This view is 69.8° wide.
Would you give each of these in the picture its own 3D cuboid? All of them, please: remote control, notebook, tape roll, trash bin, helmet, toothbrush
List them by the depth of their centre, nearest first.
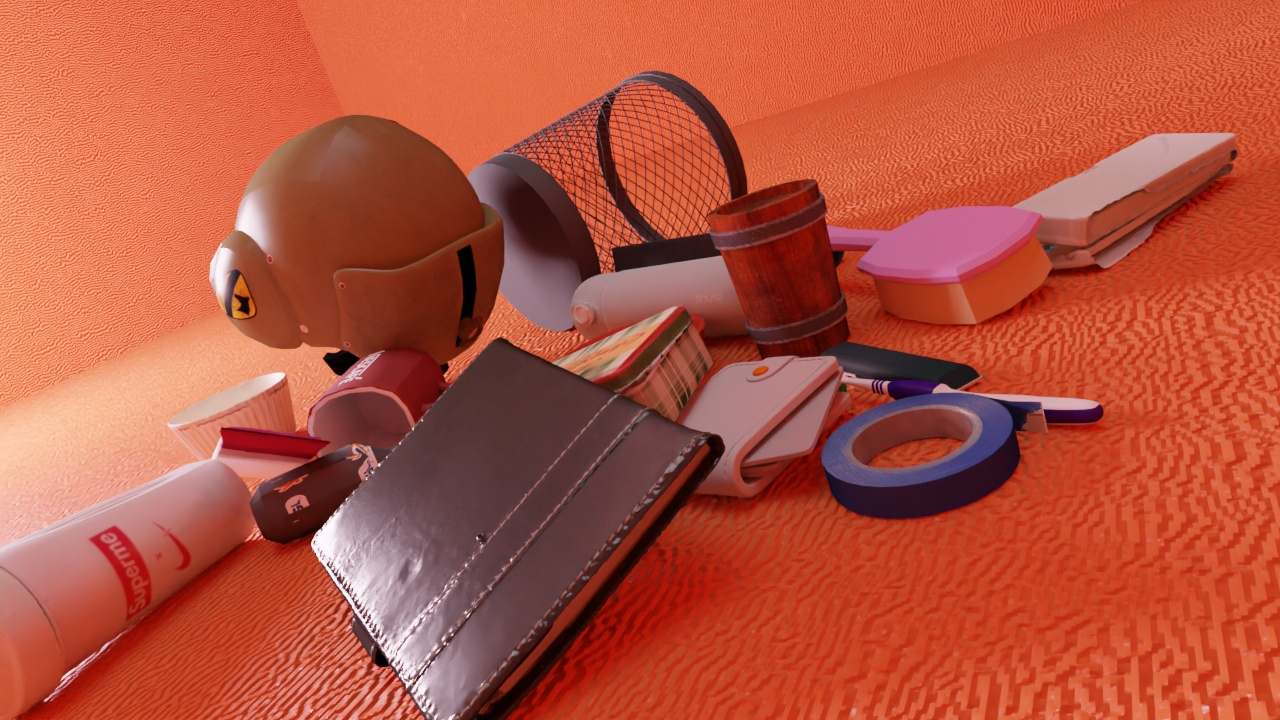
[{"bbox_3d":[0.133,0.044,0.441,0.092,0.016,0.091,-30,19,-32],"label":"tape roll"},{"bbox_3d":[-0.076,0.072,0.448,0.169,0.029,0.209,-50,31,-13],"label":"notebook"},{"bbox_3d":[0.156,0.019,0.494,0.015,0.016,0.187,-29,21,-30],"label":"toothbrush"},{"bbox_3d":[0.151,0.003,0.558,0.028,0.012,0.124,-25,17,-19],"label":"remote control"},{"bbox_3d":[-0.240,-0.087,0.831,0.233,0.256,0.249,-11,20,39],"label":"helmet"},{"bbox_3d":[-0.042,-0.167,0.990,0.226,0.218,0.218,-35,22,-31],"label":"trash bin"}]

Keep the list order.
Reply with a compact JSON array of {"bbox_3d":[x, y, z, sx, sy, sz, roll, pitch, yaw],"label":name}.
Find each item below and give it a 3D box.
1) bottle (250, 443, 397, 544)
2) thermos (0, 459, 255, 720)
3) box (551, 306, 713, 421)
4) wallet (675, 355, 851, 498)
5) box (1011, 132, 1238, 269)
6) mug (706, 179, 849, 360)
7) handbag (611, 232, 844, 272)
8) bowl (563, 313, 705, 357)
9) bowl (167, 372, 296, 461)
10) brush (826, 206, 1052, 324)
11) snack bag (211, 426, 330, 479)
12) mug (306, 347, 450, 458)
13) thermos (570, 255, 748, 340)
[{"bbox_3d":[-0.214,0.088,0.645,0.112,0.047,0.047,-25,17,-16],"label":"bottle"},{"bbox_3d":[-0.348,0.133,0.577,0.099,0.099,0.219,-13,14,23],"label":"thermos"},{"bbox_3d":[-0.061,0.035,0.576,0.206,0.050,0.117,-22,15,29],"label":"box"},{"bbox_3d":[0.066,0.035,0.508,0.115,0.037,0.118,-5,24,48],"label":"wallet"},{"bbox_3d":[0.351,-0.120,0.663,0.198,0.067,0.084,-27,-1,-28],"label":"box"},{"bbox_3d":[0.106,-0.068,0.663,0.082,0.111,0.117,-12,18,24],"label":"mug"},{"bbox_3d":[0.107,-0.098,0.882,0.195,0.072,0.176,-19,12,-40],"label":"handbag"},{"bbox_3d":[-0.004,0.004,0.694,0.122,0.035,0.122,-18,16,5],"label":"bowl"},{"bbox_3d":[-0.392,0.064,0.901,0.115,0.062,0.115,-18,16,5],"label":"bowl"},{"bbox_3d":[0.195,-0.075,0.678,0.089,0.043,0.229,-35,20,-14],"label":"brush"},{"bbox_3d":[-0.284,0.071,0.687,0.070,0.016,0.197,12,-19,-25],"label":"snack bag"},{"bbox_3d":[-0.187,0.039,0.720,0.116,0.080,0.096,-11,17,5],"label":"mug"},{"bbox_3d":[0.027,-0.050,0.778,0.207,0.065,0.077,-3,11,44],"label":"thermos"}]
